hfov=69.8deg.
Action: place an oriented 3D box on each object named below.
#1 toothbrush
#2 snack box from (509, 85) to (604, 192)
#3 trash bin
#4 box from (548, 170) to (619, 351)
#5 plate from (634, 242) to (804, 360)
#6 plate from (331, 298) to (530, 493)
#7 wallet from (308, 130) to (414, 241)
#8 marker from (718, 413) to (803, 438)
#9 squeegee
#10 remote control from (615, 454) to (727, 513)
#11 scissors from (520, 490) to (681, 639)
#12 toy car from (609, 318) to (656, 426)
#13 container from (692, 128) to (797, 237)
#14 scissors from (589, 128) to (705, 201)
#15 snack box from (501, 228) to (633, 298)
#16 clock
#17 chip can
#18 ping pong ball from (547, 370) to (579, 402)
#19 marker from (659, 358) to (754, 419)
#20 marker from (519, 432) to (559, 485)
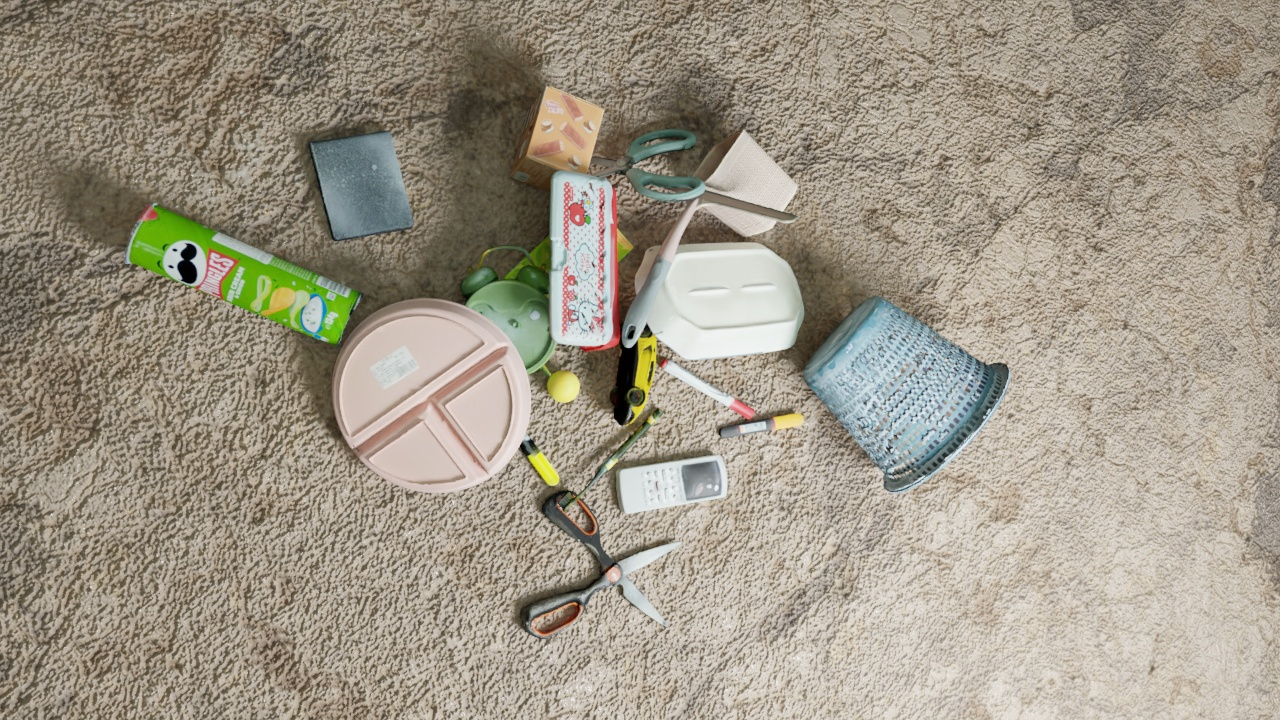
[{"bbox_3d":[-0.036,0.122,1.157,0.017,0.012,0.185,45,67,3],"label":"toothbrush"},{"bbox_3d":[-0.104,-0.267,1.129,0.077,0.093,0.094,17,80,-18],"label":"snack box"},{"bbox_3d":[0.334,0.028,1.219,0.195,0.227,0.226,41,73,1],"label":"trash bin"},{"bbox_3d":[-0.078,-0.114,1.088,0.100,0.102,0.201,2,85,-30],"label":"box"},{"bbox_3d":[0.115,-0.086,1.186,0.265,0.034,0.162,-6,71,-34],"label":"plate"},{"bbox_3d":[-0.239,0.045,1.035,0.229,0.028,0.229,1,103,3],"label":"plate"},{"bbox_3d":[-0.328,-0.206,1.083,0.097,0.019,0.121,-15,92,-21],"label":"wallet"},{"bbox_3d":[0.163,0.089,1.242,0.123,0.015,0.018,-9,87,-18],"label":"marker"},{"bbox_3d":[0.033,-0.125,1.108,0.248,0.040,0.249,19,67,16],"label":"squeegee"},{"bbox_3d":[0.042,0.159,1.187,0.149,0.021,0.058,-7,88,-20],"label":"remote control"},{"bbox_3d":[-0.054,0.265,1.143,0.220,0.022,0.234,-39,98,-18],"label":"scissors"},{"bbox_3d":[-0.007,0.007,1.155,0.041,0.071,0.155,10,83,-20],"label":"toy car"},{"bbox_3d":[0.135,-0.229,1.218,0.111,0.090,0.089,38,74,-16],"label":"container"},{"bbox_3d":[0.017,-0.258,1.180,0.170,0.019,0.180,17,49,19],"label":"scissors"},{"bbox_3d":[-0.091,-0.123,1.158,0.156,0.026,0.086,-45,102,-18],"label":"snack box"},{"bbox_3d":[-0.156,-0.056,1.094,0.116,0.056,0.161,-2,98,-4],"label":"clock"},{"bbox_3d":[-0.430,-0.091,1.008,0.236,0.072,0.072,24,78,-17],"label":"chip can"},{"bbox_3d":[-0.096,0.032,1.136,0.040,0.040,0.040,2,85,-20],"label":"ping pong ball"},{"bbox_3d":[0.089,0.038,1.216,0.145,0.017,0.017,30,76,-16],"label":"marker"},{"bbox_3d":[-0.141,0.103,1.130,0.018,0.015,0.124,-38,96,-20],"label":"marker"}]
